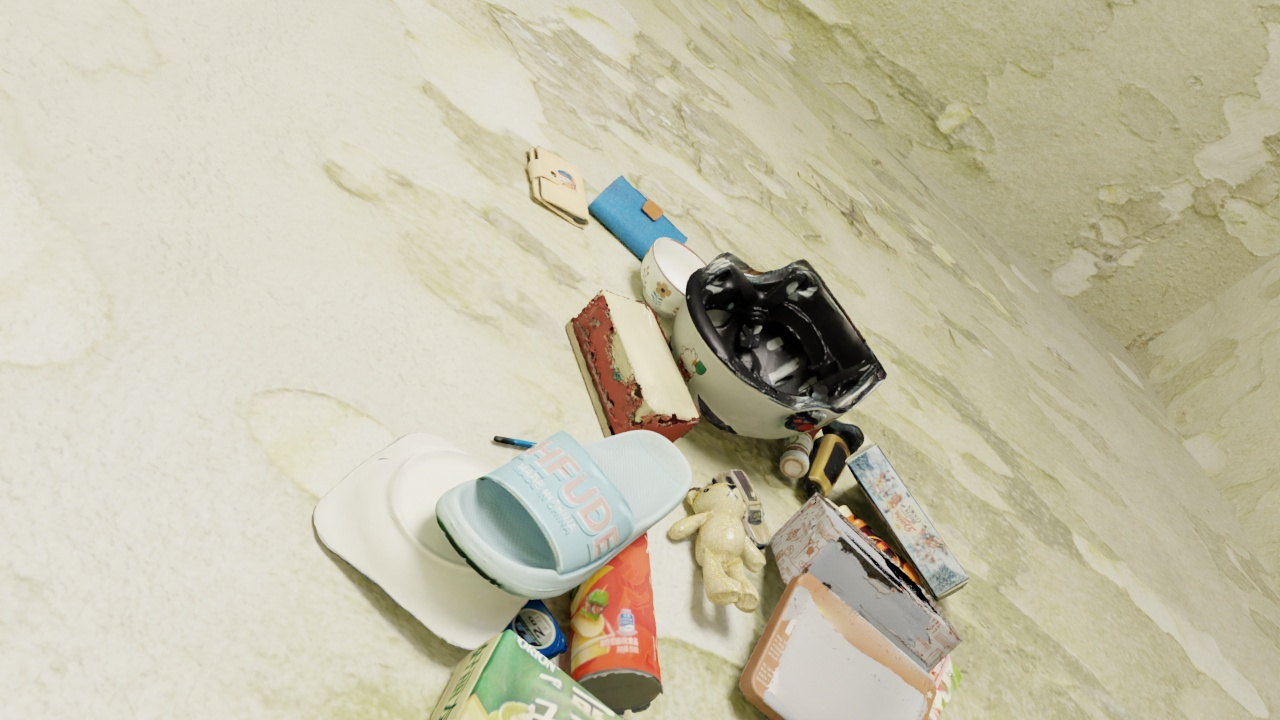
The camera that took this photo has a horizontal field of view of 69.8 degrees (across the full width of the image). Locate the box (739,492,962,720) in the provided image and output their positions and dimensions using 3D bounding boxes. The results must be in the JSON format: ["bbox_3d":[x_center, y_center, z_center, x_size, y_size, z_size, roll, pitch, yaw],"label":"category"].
[{"bbox_3d":[0.205,0.259,0.881,0.179,0.126,0.272,42,32,-5],"label":"box"}]

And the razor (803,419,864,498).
[{"bbox_3d":[0.235,0.123,1.132,0.062,0.068,0.167,58,29,-4],"label":"razor"}]

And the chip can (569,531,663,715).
[{"bbox_3d":[-0.026,0.172,0.749,0.073,0.073,0.216,28,36,-28],"label":"chip can"}]

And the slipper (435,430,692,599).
[{"bbox_3d":[-0.040,0.100,0.694,0.244,0.074,0.104,-17,59,-49],"label":"slipper"}]

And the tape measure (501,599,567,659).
[{"bbox_3d":[-0.087,0.202,0.681,0.054,0.025,0.058,-13,54,-50],"label":"tape measure"}]

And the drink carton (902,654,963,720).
[{"bbox_3d":[0.299,0.344,0.970,0.053,0.046,0.122,54,31,15],"label":"drink carton"}]

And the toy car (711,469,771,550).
[{"bbox_3d":[0.109,0.158,0.969,0.042,0.035,0.090,6,51,-46],"label":"toy car"}]

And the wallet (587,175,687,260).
[{"bbox_3d":[-0.001,-0.185,1.242,0.133,0.040,0.106,43,35,-6],"label":"wallet"}]

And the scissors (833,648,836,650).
[{"bbox_3d":[0.214,0.345,0.902,0.135,0.014,0.174,47,27,4],"label":"scissors"}]

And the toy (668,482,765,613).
[{"bbox_3d":[0.081,0.177,0.879,0.105,0.066,0.157,17,30,-13],"label":"toy"}]

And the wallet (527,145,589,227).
[{"bbox_3d":[-0.106,-0.227,1.175,0.087,0.024,0.115,24,38,-31],"label":"wallet"}]

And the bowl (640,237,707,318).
[{"bbox_3d":[0.043,-0.093,1.159,0.113,0.062,0.113,30,33,-23],"label":"bowl"}]

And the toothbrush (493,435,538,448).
[{"bbox_3d":[-0.059,0.090,0.864,0.189,0.014,0.016,15,66,-40],"label":"toothbrush"}]

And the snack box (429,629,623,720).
[{"bbox_3d":[-0.034,0.296,0.595,0.240,0.063,0.114,41,31,-8],"label":"snack box"}]

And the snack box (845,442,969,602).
[{"bbox_3d":[0.321,0.199,1.104,0.182,0.046,0.178,59,7,23],"label":"snack box"}]

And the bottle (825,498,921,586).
[{"bbox_3d":[0.254,0.220,1.054,0.066,0.067,0.149,-3,48,-52],"label":"bottle"}]

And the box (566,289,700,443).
[{"bbox_3d":[-0.005,0.006,0.964,0.091,0.080,0.168,14,42,-43],"label":"box"}]

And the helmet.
[{"bbox_3d":[0.137,0.002,1.072,0.273,0.157,0.230,-10,58,-39],"label":"helmet"}]

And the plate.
[{"bbox_3d":[-0.140,0.119,0.686,0.163,0.034,0.163,37,31,3],"label":"plate"}]

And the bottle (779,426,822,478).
[{"bbox_3d":[0.203,0.077,1.161,0.060,0.060,0.205,41,31,-9],"label":"bottle"}]
